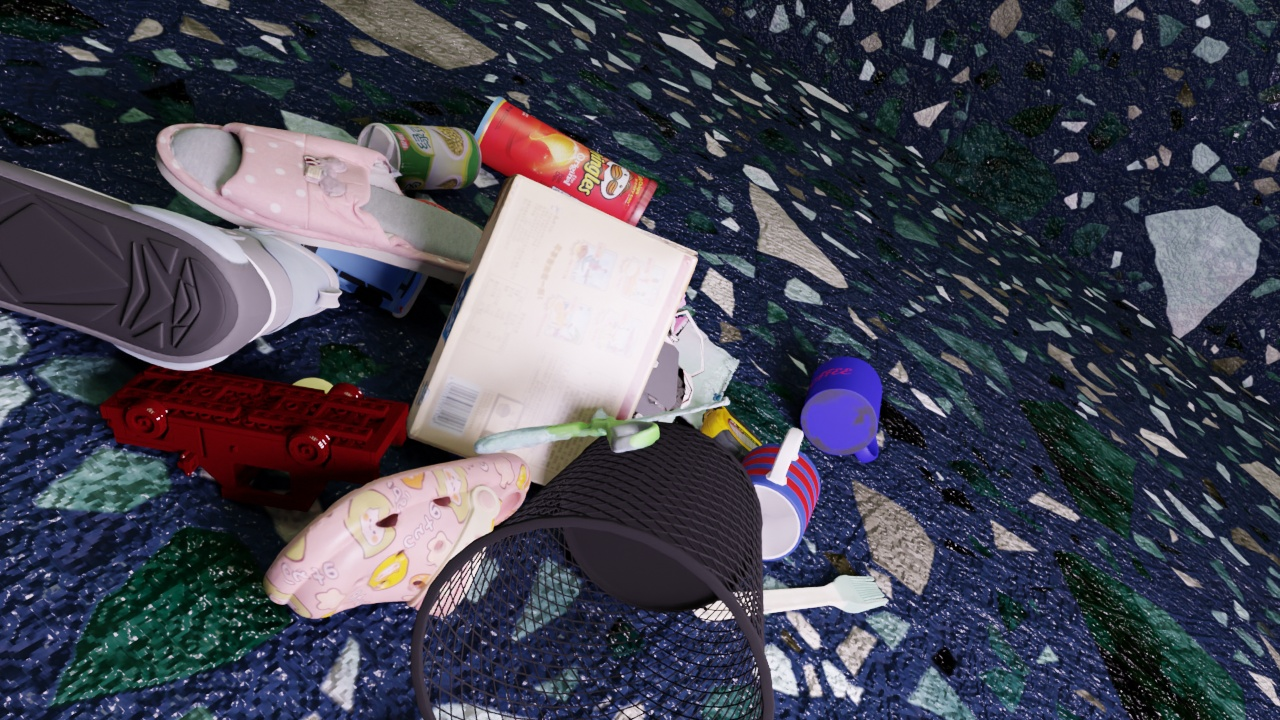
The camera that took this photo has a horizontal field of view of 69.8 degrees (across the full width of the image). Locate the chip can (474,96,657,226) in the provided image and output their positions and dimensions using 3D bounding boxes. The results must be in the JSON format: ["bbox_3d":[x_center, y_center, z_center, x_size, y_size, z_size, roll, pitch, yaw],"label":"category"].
[{"bbox_3d":[-0.092,-0.227,1.103,0.213,0.087,0.086,29,30,-5],"label":"chip can"}]

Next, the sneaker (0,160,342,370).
[{"bbox_3d":[-0.342,-0.075,0.627,0.257,0.093,0.160,18,14,10],"label":"sneaker"}]

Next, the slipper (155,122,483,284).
[{"bbox_3d":[-0.232,-0.130,0.726,0.274,0.055,0.114,16,37,-36],"label":"slipper"}]

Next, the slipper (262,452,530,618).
[{"bbox_3d":[-0.129,0.114,0.567,0.081,0.093,0.196,52,32,15],"label":"slipper"}]

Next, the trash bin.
[{"bbox_3d":[-0.006,0.136,0.550,0.184,0.184,0.209,34,19,2],"label":"trash bin"}]

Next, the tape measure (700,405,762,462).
[{"bbox_3d":[0.085,0.080,0.865,0.065,0.037,0.064,39,22,-17],"label":"tape measure"}]

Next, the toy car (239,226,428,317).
[{"bbox_3d":[-0.257,-0.095,0.776,0.153,0.056,0.054,29,11,-18],"label":"toy car"}]

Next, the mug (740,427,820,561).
[{"bbox_3d":[0.116,0.105,0.784,0.075,0.112,0.076,23,28,13],"label":"mug"}]

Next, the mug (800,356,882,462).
[{"bbox_3d":[0.228,0.062,1.001,0.111,0.079,0.083,58,27,-13],"label":"mug"}]

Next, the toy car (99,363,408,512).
[{"bbox_3d":[-0.237,0.047,0.576,0.170,0.062,0.070,9,30,4],"label":"toy car"}]

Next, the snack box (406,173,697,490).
[{"bbox_3d":[-0.068,-0.016,0.698,0.153,0.207,0.055,22,2,-18],"label":"snack box"}]

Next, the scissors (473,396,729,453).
[{"bbox_3d":[-0.025,0.042,0.601,0.173,0.021,0.171,-14,3,-7],"label":"scissors"}]

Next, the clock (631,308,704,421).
[{"bbox_3d":[-0.005,0.005,0.784,0.154,0.115,0.065,-21,11,-25],"label":"clock"}]

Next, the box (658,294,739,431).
[{"bbox_3d":[0.020,-0.010,0.934,0.161,0.062,0.229,59,27,-11],"label":"box"}]

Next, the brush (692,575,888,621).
[{"bbox_3d":[0.127,0.198,0.760,0.217,0.012,0.033,6,39,-36],"label":"brush"}]

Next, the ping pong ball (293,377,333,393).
[{"bbox_3d":[-0.228,0.032,0.636,0.040,0.040,0.040,24,31,-16],"label":"ping pong ball"}]

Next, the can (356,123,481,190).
[{"bbox_3d":[-0.233,-0.213,0.966,0.067,0.067,0.120,45,32,20],"label":"can"}]

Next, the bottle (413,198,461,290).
[{"bbox_3d":[-0.197,-0.116,0.864,0.137,0.062,0.061,31,30,-1],"label":"bottle"}]
